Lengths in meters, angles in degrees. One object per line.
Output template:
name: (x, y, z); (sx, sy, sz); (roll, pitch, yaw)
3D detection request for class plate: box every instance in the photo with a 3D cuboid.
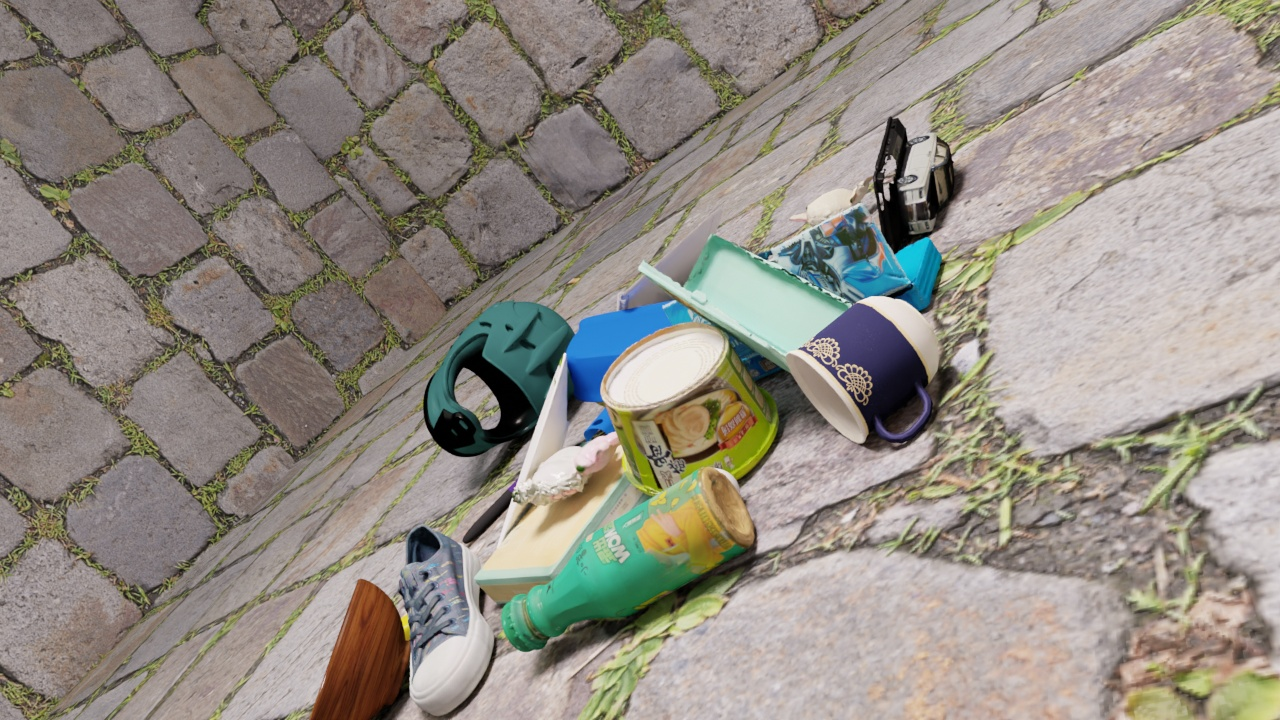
plate: (-0.106, 0.105, 1.002); (0.229, 0.030, 0.229); (-163, 92, -84)

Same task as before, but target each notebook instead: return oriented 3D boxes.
notebook: (0.032, -0.098, 1.242); (0.177, 0.013, 0.246); (-43, -11, -14)

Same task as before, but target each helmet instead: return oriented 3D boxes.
helmet: (-0.179, 0.018, 1.277); (0.201, 0.176, 0.274); (-36, 13, 21)

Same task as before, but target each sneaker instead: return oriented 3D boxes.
sneaker: (-0.196, 0.233, 0.857); (0.087, 0.079, 0.235); (-40, 22, 3)

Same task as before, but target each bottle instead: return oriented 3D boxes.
bottle: (-0.016, 0.159, 0.696); (0.210, 0.068, 0.068); (-34, 16, 20)

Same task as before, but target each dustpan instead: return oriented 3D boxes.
dustpan: (-0.006, 0.006, 1.006); (0.246, 0.059, 0.256); (-9, 19, 26)

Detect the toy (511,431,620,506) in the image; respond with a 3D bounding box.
toy: (-0.061, 0.101, 0.851); (0.109, 0.041, 0.095); (-31, 5, 19)

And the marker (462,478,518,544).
marker: (-0.166, 0.173, 1.115); (0.018, 0.015, 0.133); (22, 59, 41)

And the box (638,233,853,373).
box: (0.082, -0.055, 0.779); (0.188, 0.092, 0.077); (38, 107, 46)

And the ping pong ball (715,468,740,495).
ping pong ball: (0.059, 0.106, 0.726); (0.040, 0.040, 0.040); (-36, 15, 11)

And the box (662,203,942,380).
box: (0.146, -0.067, 0.875); (0.244, 0.115, 0.093); (-26, 19, 39)

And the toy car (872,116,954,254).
toy car: (0.296, -0.194, 0.982); (0.071, 0.094, 0.191); (-6, 29, 26)

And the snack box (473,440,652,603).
snack box: (-0.059, 0.146, 0.880); (0.142, 0.044, 0.193); (-19, 26, 50)

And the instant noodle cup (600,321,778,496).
instant noodle cup: (0.037, 0.039, 0.793); (0.146, 0.098, 0.146); (-20, 31, 13)

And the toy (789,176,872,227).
toy: (0.239, -0.187, 1.120); (0.113, 0.050, 0.087); (-10, 13, 40)

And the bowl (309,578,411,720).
bowl: (-0.256, 0.286, 0.862); (0.147, 0.069, 0.147); (-162, 91, -77)

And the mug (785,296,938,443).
mug: (0.177, 0.008, 0.675); (0.089, 0.086, 0.112); (-38, 50, -5)

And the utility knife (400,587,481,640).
utility knife: (-0.199, 0.250, 0.958); (0.173, 0.020, 0.028); (-35, 23, 18)

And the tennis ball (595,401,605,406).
tennis ball: (-0.037, 0.026, 1.137); (0.065, 0.065, 0.065); (-36, 15, 11)
